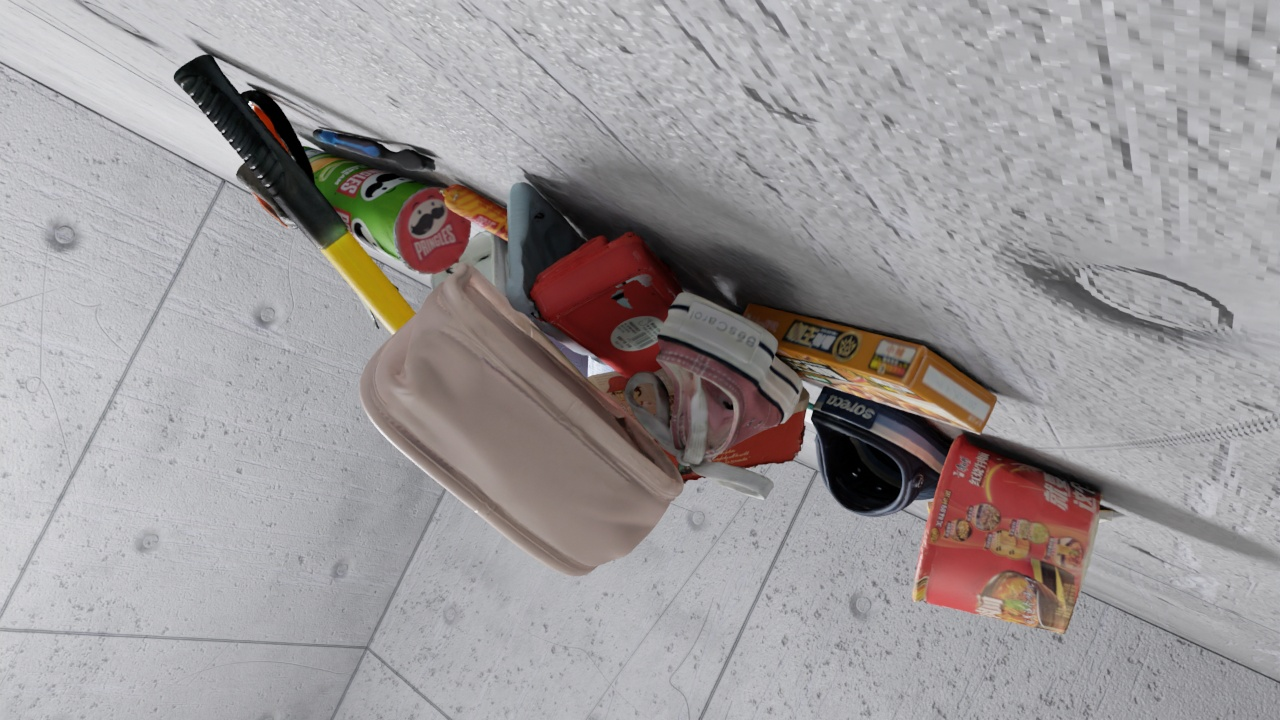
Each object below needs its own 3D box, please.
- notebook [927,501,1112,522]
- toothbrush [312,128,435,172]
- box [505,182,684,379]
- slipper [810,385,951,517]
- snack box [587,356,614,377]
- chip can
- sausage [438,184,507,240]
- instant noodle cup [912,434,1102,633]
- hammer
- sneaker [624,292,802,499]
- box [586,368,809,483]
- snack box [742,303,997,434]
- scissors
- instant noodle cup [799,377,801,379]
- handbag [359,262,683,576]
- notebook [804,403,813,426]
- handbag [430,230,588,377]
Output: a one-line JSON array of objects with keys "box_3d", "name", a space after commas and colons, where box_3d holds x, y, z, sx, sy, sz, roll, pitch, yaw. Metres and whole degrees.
[{"box_3d": [0.344, 0.145, 0.857, 0.146, 0.010, 0.206, 1, 168, 18], "name": "notebook"}, {"box_3d": [-0.203, -0.158, 0.685, 0.016, 0.014, 0.190, -3, -162, -41], "name": "toothbrush"}, {"box_3d": [-0.028, -0.055, 0.623, 0.100, 0.095, 0.201, 64, -172, 18], "name": "box"}, {"box_3d": [0.210, 0.092, 0.797, 0.105, 0.095, 0.252, 27, 174, 32], "name": "slipper"}, {"box_3d": [-0.005, 0.005, 0.799, 0.084, 0.026, 0.157, 25, 135, 21], "name": "snack box"}, {"box_3d": [-0.244, -0.137, 0.805, 0.236, 0.072, 0.072, 23, 176, 41], "name": "chip can"}, {"box_3d": [-0.082, -0.093, 0.710, 0.165, 0.021, 0.021, 27, 177, -25], "name": "sausage"}, {"box_3d": [0.278, 0.134, 0.692, 0.109, 0.138, 0.138, 14, 172, 25], "name": "instant noodle cup"}, {"box_3d": [-0.231, -0.093, 0.690, 0.301, 0.032, 0.129, 53, 151, -18], "name": "hammer"}, {"box_3d": [0.045, 0.026, 0.577, 0.118, 0.088, 0.241, 27, 177, 13], "name": "sneaker"}, {"box_3d": [0.042, 0.052, 0.740, 0.168, 0.078, 0.091, -9, -146, -20], "name": "box"}, {"box_3d": [0.131, 0.002, 0.556, 0.075, 0.026, 0.154, 28, 176, -33], "name": "snack box"}, {"box_3d": [-0.283, -0.123, 0.775, 0.221, 0.021, 0.233, 25, 144, 40], "name": "scissors"}, {"box_3d": [0.087, 0.034, 0.853, 0.110, 0.099, 0.099, 18, 174, 18], "name": "instant noodle cup"}, {"box_3d": [-0.077, 0.014, 0.610, 0.193, 0.093, 0.234, 43, -169, -23], "name": "handbag"}, {"box_3d": [0.136, 0.034, 1.094, 0.209, 0.012, 0.150, 25, 175, -5], "name": "notebook"}, {"box_3d": [-0.103, -0.024, 0.914, 0.099, 0.144, 0.197, -27, 149, 25], "name": "handbag"}]
